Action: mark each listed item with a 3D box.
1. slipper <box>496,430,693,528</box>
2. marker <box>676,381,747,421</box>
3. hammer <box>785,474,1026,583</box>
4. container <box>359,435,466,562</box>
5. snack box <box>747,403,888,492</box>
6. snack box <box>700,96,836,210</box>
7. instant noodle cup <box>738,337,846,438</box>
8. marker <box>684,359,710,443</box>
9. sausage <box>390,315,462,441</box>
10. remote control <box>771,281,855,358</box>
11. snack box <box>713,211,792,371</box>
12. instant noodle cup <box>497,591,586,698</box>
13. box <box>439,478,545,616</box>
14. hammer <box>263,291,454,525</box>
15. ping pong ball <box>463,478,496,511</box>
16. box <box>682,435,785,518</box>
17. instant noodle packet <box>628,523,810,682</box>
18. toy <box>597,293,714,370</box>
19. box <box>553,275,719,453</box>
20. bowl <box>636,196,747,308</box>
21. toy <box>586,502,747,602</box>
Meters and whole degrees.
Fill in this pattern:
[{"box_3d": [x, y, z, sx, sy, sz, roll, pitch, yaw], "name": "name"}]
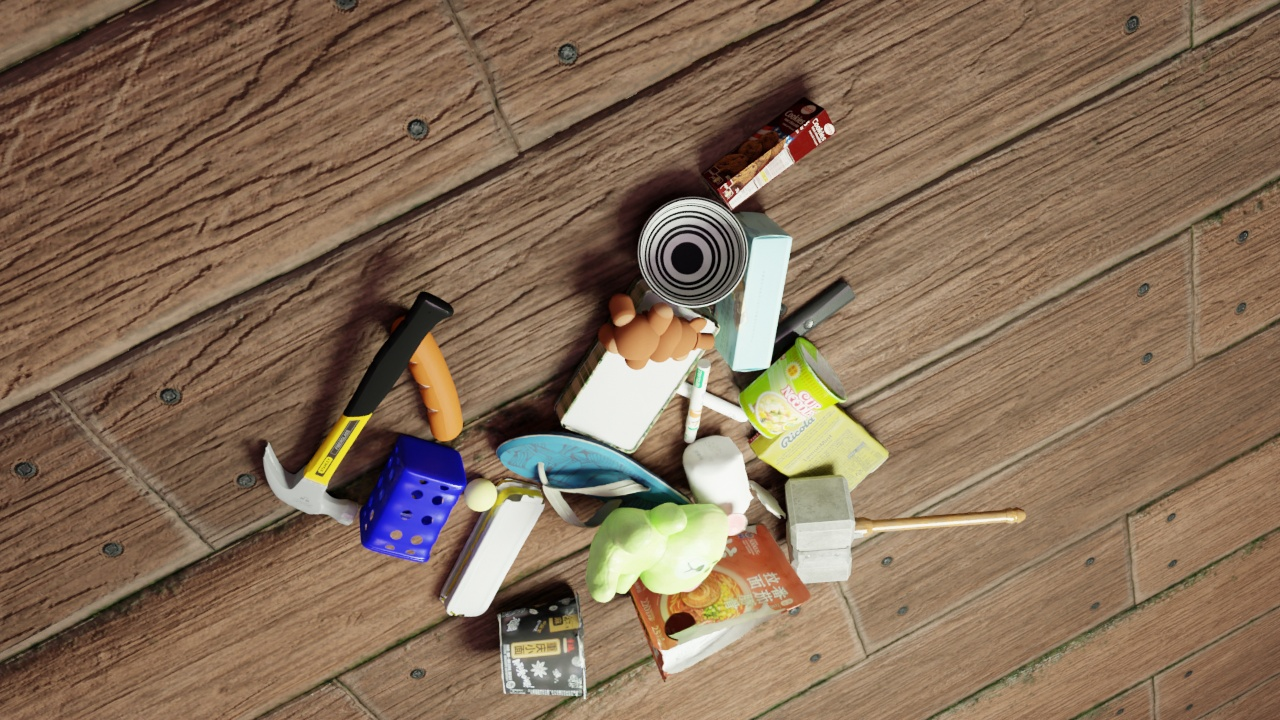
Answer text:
[{"box_3d": [-0.045, 0.164, 1.146, 0.294, 0.060, 0.118, 30, 131, -34], "name": "slipper"}, {"box_3d": [0.089, 0.050, 1.172, 0.133, 0.017, 0.020, 25, 146, -30], "name": "marker"}, {"box_3d": [0.362, 0.223, 1.254, 0.318, 0.082, 0.163, -6, 140, 6], "name": "hammer"}, {"box_3d": [-0.265, 0.160, 1.071, 0.085, 0.084, 0.114, 21, 110, -27], "name": "container"}, {"box_3d": [0.247, 0.118, 1.255, 0.121, 0.045, 0.181, -46, 126, 13], "name": "snack box"}, {"box_3d": [0.139, -0.227, 1.004, 0.141, 0.051, 0.032, -36, 125, 4], "name": "snack box"}, {"box_3d": [0.187, 0.041, 1.156, 0.108, 0.098, 0.099, -38, 126, 21], "name": "instant noodle cup"}, {"box_3d": [0.070, 0.054, 1.145, 0.017, 0.017, 0.146, -9, 139, -15], "name": "marker"}, {"box_3d": [-0.235, 0.021, 1.025, 0.044, 0.039, 0.164, -17, 124, -5], "name": "sausage"}, {"box_3d": [0.205, -0.046, 1.158, 0.147, 0.015, 0.033, -36, 125, 4], "name": "remote control"}, {"box_3d": [0.127, -0.079, 1.074, 0.053, 0.075, 0.175, -3, 121, -17], "name": "snack box"}, {"box_3d": [-0.133, 0.388, 1.233, 0.112, 0.137, 0.137, -4, 121, -8], "name": "instant noodle cup"}, {"box_3d": [-0.193, 0.243, 1.182, 0.064, 0.037, 0.210, 16, 113, -33], "name": "box"}, {"box_3d": [-0.304, 0.051, 0.998, 0.127, 0.029, 0.324, 27, 116, -25], "name": "hammer"}, {"box_3d": [-0.196, 0.165, 1.125, 0.040, 0.040, 0.040, -9, 122, -15], "name": "ping pong ball"}, {"box_3d": [0.128, 0.167, 1.221, 0.125, 0.084, 0.156, -23, 126, -13], "name": "box"}, {"box_3d": [0.100, 0.313, 1.245, 0.221, 0.164, 0.084, -20, 122, -7], "name": "instant noodle packet"}, {"box_3d": [0.022, -0.032, 1.023, 0.127, 0.065, 0.095, 2, 136, -29], "name": "toy"}, {"box_3d": [-0.006, 0.006, 1.095, 0.117, 0.051, 0.206, 24, 109, -26], "name": "box"}, {"box_3d": [0.055, -0.117, 1.023, 0.120, 0.066, 0.120, 0, 90, -3], "name": "bowl"}, {"box_3d": [0.023, 0.231, 1.145, 0.196, 0.107, 0.150, 9, 119, -49], "name": "toy"}]
